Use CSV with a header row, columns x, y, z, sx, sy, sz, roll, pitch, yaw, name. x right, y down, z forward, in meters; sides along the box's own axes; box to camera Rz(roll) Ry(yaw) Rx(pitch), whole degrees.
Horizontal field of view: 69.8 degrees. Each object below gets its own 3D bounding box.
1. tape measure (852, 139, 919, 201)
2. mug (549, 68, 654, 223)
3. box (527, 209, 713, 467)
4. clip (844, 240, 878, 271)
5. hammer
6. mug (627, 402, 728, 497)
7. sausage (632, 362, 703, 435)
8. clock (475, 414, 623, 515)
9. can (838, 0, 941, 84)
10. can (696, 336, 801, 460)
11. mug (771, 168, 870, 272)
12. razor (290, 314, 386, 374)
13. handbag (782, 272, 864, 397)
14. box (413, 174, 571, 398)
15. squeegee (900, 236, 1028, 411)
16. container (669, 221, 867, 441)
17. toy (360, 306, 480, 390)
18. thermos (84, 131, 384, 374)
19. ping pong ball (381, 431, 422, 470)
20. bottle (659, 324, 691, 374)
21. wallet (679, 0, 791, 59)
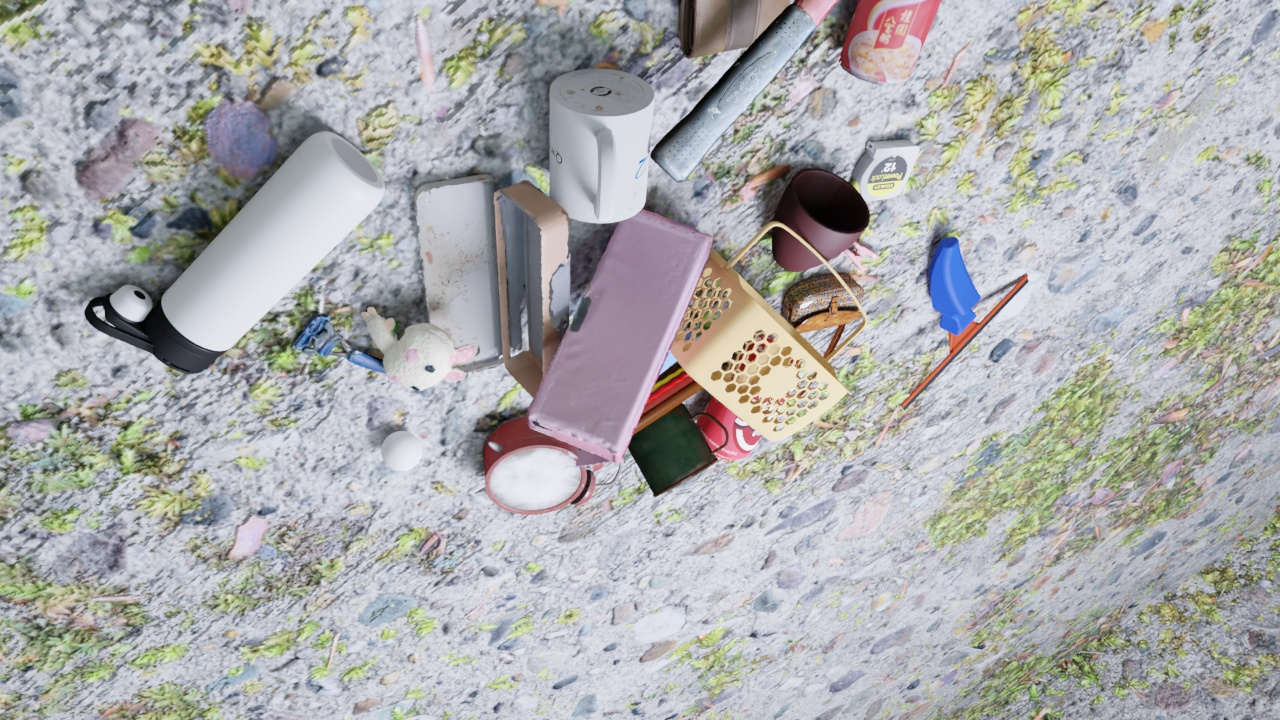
x,y,z,sx,sy,sz,roll,pitch,yaw,name
0.251,-0.198,0.951,0.064,0.016,0.065,-9,134,-22,tape measure
-0.032,-0.165,0.744,0.083,0.119,0.097,-1,133,-6,mug
-0.016,-0.014,0.850,0.099,0.232,0.107,21,158,4,box
0.246,-0.121,1.019,0.044,0.023,0.060,-36,140,-1,clip
0.122,-0.278,0.719,0.140,0.036,0.326,40,101,-16,hammer
0.044,0.093,1.041,0.111,0.081,0.084,-31,175,14,mug
0.022,0.038,1.003,0.155,0.040,0.040,-32,141,-22,sausage
-0.098,0.112,1.012,0.156,0.061,0.110,6,128,-17,clock
0.223,-0.308,0.790,0.066,0.066,0.125,-7,133,-25,can
0.125,0.047,1.071,0.074,0.074,0.143,6,127,-34,can
0.178,-0.138,0.934,0.113,0.087,0.089,-39,168,-39,mug
-0.250,-0.001,0.852,0.044,0.018,0.140,-47,136,16,razor
0.204,-0.016,1.087,0.093,0.043,0.196,-12,139,-18,handbag
-0.131,-0.054,0.822,0.095,0.115,0.218,-31,143,-32,box
0.378,-0.081,1.109,0.249,0.055,0.185,-43,140,-12,squeegee
0.131,-0.031,0.910,0.167,0.129,0.183,-45,127,8,container
-0.203,-0.006,0.832,0.112,0.050,0.087,20,144,-27,toy
-0.310,-0.086,0.705,0.230,0.068,0.101,-41,124,13,thermos
-0.242,0.092,0.930,0.040,0.040,0.040,-16,136,-16,ping pong ball
-0.006,0.006,0.977,0.131,0.048,0.048,-39,138,9,bottle
0.081,-0.309,0.740,0.098,0.027,0.121,-18,136,-20,wallet
